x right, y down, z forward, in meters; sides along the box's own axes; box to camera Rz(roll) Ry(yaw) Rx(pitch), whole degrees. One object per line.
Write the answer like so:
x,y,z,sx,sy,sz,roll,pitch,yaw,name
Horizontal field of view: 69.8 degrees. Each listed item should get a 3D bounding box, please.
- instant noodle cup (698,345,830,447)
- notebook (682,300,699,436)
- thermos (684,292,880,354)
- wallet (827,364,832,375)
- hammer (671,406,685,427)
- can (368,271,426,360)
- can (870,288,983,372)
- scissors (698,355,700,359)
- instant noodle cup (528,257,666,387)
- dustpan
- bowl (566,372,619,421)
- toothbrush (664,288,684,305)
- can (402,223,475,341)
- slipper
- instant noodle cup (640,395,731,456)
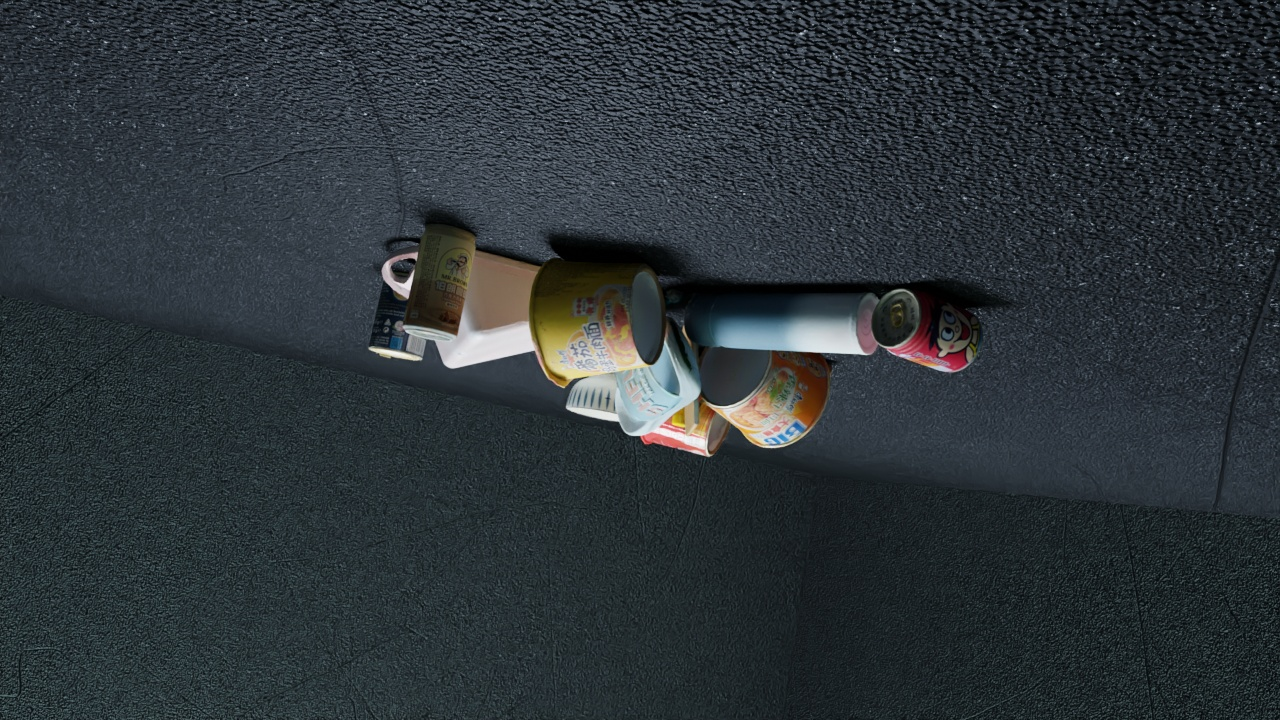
0.150,0.024,1.176,0.152,0.151,0.111,1,160,46,instant noodle cup
0.065,0.018,1.187,0.012,0.149,0.211,-1,172,0,notebook
0.147,-0.042,0.989,0.221,0.070,0.070,3,169,39,thermos
0.206,0.014,1.370,0.130,0.035,0.119,12,171,-3,wallet
-0.007,0.007,1.252,0.033,0.128,0.300,3,170,38,hammer
-0.329,-0.060,1.272,0.075,0.111,0.075,10,172,1,can
0.280,-0.030,0.899,0.093,0.066,0.067,16,170,-32,can
0.132,0.020,1.385,0.159,0.014,0.181,40,166,-3,scissors
-0.040,-0.045,0.988,0.110,0.138,0.138,-2,168,21,instant noodle cup
-0.170,-0.087,1.149,0.272,0.138,0.223,-15,172,-30,dustpan
-0.055,0.055,1.450,0.116,0.066,0.116,10,170,2,bowl
0.013,-0.068,1.138,0.018,0.016,0.192,23,167,-16,toothbrush
-0.213,-0.082,0.977,0.058,0.116,0.058,10,172,1,can
0.003,0.028,1.112,0.074,0.104,0.246,-12,161,-22,slipper
0.077,0.083,1.429,0.109,0.138,0.138,20,175,22,instant noodle cup
